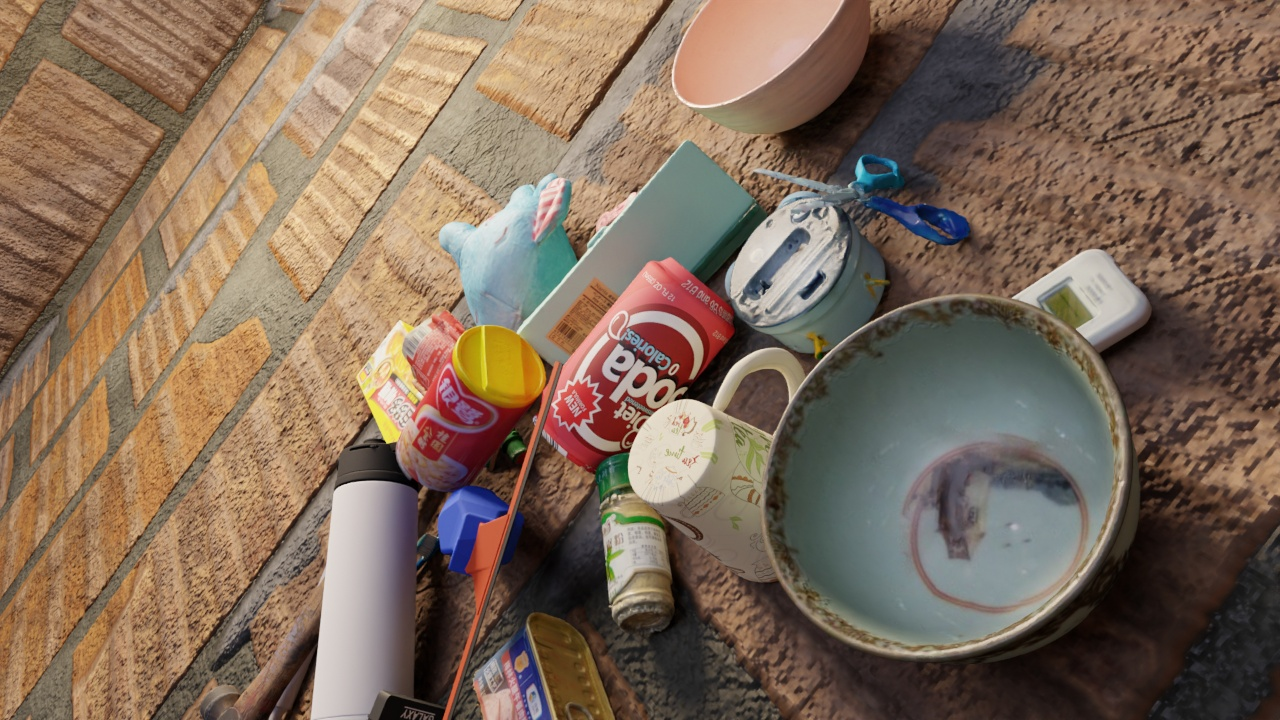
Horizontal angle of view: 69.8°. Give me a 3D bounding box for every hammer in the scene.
[{"bbox_3d":[-0.235,0.174,0.750,0.120,0.033,0.329,19,72,48],"label":"hammer"}]

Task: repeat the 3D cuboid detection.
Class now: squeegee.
[{"bbox_3d":[-0.109,0.112,0.620,0.185,0.055,0.249,-161,89,-82],"label":"squeegee"}]

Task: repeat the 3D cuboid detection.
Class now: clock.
[{"bbox_3d":[0.098,-0.057,0.571,0.089,0.051,0.124,-51,37,13],"label":"clock"}]

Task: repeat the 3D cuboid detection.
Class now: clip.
[{"bbox_3d":[-0.008,-0.116,0.754,0.060,0.043,0.023,130,155,-54],"label":"clip"}]

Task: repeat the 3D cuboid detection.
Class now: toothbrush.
[{"bbox_3d":[-0.205,0.190,0.738,0.132,0.016,0.021,-51,27,5],"label":"toothbrush"},{"bbox_3d":[-0.292,0.259,0.778,0.019,0.018,0.187,-2,62,43],"label":"toothbrush"}]

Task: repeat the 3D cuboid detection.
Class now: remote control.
[{"bbox_3d":[0.186,-0.001,0.465,0.134,0.022,0.050,-37,42,22],"label":"remote control"},{"bbox_3d":[-0.172,0.290,0.601,0.013,0.058,0.133,1,66,46],"label":"remote control"}]

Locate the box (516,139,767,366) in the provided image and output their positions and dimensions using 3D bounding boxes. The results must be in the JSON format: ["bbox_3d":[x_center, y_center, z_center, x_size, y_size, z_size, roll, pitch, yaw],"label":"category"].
[{"bbox_3d":[-0.008,-0.072,0.662,0.189,0.091,0.077,-46,41,12],"label":"box"}]

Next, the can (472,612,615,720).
[{"bbox_3d":[-0.057,0.208,0.544,0.059,0.054,0.099,-46,39,13],"label":"can"}]

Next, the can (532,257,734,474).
[{"bbox_3d":[-0.004,0.004,0.616,0.142,0.074,0.074,-50,39,6],"label":"can"}]

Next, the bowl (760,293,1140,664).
[{"bbox_3d":[0.144,0.062,0.405,0.160,0.094,0.159,-26,47,31],"label":"bowl"}]

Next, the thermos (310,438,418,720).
[{"bbox_3d":[-0.184,0.167,0.682,0.101,0.069,0.229,-2,64,-4],"label":"thermos"}]

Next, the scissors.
[{"bbox_3d":[0.133,-0.093,0.531,0.117,0.129,0.014,42,132,31],"label":"scissors"}]

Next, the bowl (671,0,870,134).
[{"bbox_3d":[0.105,-0.221,0.664,0.153,0.076,0.152,-26,46,30],"label":"bowl"}]

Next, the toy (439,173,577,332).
[{"bbox_3d":[-0.109,-0.090,0.762,0.180,0.114,0.184,-107,35,-50],"label":"toy"}]

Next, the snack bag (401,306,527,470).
[{"bbox_3d":[-0.137,0.028,0.736,0.155,0.044,0.087,44,124,32],"label":"snack bag"}]

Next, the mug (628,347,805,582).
[{"bbox_3d":[0.056,0.050,0.503,0.081,0.097,0.122,22,80,51],"label":"mug"}]

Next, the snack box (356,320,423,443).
[{"bbox_3d":[-0.222,0.026,0.866,0.075,0.025,0.152,-52,39,5],"label":"snack box"}]

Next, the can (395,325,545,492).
[{"bbox_3d":[-0.123,0.037,0.659,0.125,0.066,0.066,-50,34,38],"label":"can"}]

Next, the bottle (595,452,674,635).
[{"bbox_3d":[-0.003,0.112,0.567,0.043,0.042,0.109,-32,45,27],"label":"bottle"}]
